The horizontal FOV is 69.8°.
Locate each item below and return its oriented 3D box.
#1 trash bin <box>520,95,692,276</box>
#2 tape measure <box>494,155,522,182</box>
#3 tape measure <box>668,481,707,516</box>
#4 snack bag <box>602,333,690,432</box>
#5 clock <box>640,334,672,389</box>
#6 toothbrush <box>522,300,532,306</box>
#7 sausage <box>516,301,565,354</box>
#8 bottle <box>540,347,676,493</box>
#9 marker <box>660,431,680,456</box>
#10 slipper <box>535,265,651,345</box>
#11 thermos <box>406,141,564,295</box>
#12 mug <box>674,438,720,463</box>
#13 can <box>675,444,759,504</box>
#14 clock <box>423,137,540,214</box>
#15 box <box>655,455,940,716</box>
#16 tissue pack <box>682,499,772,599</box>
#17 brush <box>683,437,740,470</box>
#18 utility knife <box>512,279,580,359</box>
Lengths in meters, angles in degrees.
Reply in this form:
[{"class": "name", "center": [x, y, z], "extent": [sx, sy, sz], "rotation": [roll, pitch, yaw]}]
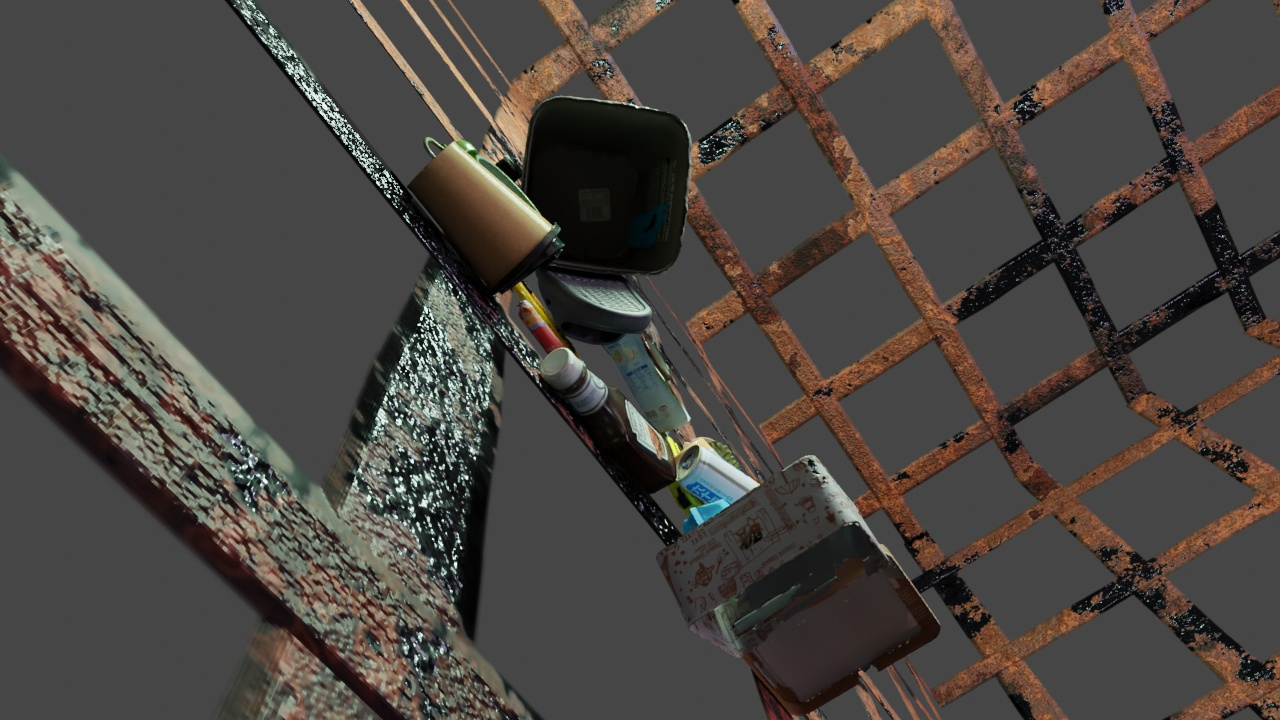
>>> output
[{"class": "trash bin", "center": [-0.057, -0.209, 1.169], "extent": [0.220, 0.198, 0.199], "rotation": [-156, -108, -79]}, {"class": "tape measure", "center": [-0.173, -0.215, 1.104], "extent": [0.033, 0.066, 0.066], "rotation": [50, 10, -14]}, {"class": "tape measure", "center": [0.059, 0.161, 1.090], "extent": [0.060, 0.029, 0.057], "rotation": [16, 41, -52]}, {"class": "snack bag", "center": [-0.007, 0.007, 1.204], "extent": [0.191, 0.038, 0.110], "rotation": [58, -18, -5]}, {"class": "clock", "center": [0.009, 0.018, 1.307], "extent": [0.122, 0.055, 0.082], "rotation": [62, 9, 32]}, {"class": "toothbrush", "center": [-0.070, 0.009, 0.977], "extent": [0.180, 0.016, 0.016], "rotation": [55, 5, -9]}, {"class": "sausage", "center": [-0.078, 0.002, 0.945], "extent": [0.156, 0.020, 0.020], "rotation": [53, 8, -19]}, {"class": "bottle", "center": [-0.030, 0.057, 0.914], "extent": [0.195, 0.044, 0.079], "rotation": [48, 18, -39]}, {"class": "marker", "center": [0.037, 0.104, 1.265], "extent": [0.018, 0.015, 0.124], "rotation": [56, 6, -38]}, {"class": "slipper", "center": [-0.063, -0.056, 1.068], "extent": [0.110, 0.083, 0.268], "rotation": [8, 14, -18]}, {"class": "thermos", "center": [-0.144, -0.130, 0.855], "extent": [0.143, 0.093, 0.093], "rotation": [46, 9, -13]}, {"class": "mug", "center": [0.092, 0.162, 1.150], "extent": [0.122, 0.078, 0.078], "rotation": [52, 7, 10]}, {"class": "can", "center": [0.105, 0.153, 1.065], "extent": [0.134, 0.053, 0.053], "rotation": [35, 13, -16]}, {"class": "clock", "center": [-0.164, -0.168, 0.947], "extent": [0.161, 0.056, 0.116], "rotation": [42, 12, -29]}, {"class": "box", "center": [0.154, 0.221, 0.864], "extent": [0.272, 0.178, 0.106], "rotation": [49, 11, -36]}, {"class": "tissue pack", "center": [0.099, 0.211, 0.989], "extent": [0.090, 0.063, 0.140], "rotation": [58, 6, 32]}, {"class": "brush", "center": [0.106, 0.169, 1.229], "extent": [0.145, 0.063, 0.073], "rotation": [60, -27, -5]}, {"class": "utility knife", "center": [-0.112, -0.057, 0.999], "extent": [0.154, 0.015, 0.033], "rotation": [54, 10, -14]}]
